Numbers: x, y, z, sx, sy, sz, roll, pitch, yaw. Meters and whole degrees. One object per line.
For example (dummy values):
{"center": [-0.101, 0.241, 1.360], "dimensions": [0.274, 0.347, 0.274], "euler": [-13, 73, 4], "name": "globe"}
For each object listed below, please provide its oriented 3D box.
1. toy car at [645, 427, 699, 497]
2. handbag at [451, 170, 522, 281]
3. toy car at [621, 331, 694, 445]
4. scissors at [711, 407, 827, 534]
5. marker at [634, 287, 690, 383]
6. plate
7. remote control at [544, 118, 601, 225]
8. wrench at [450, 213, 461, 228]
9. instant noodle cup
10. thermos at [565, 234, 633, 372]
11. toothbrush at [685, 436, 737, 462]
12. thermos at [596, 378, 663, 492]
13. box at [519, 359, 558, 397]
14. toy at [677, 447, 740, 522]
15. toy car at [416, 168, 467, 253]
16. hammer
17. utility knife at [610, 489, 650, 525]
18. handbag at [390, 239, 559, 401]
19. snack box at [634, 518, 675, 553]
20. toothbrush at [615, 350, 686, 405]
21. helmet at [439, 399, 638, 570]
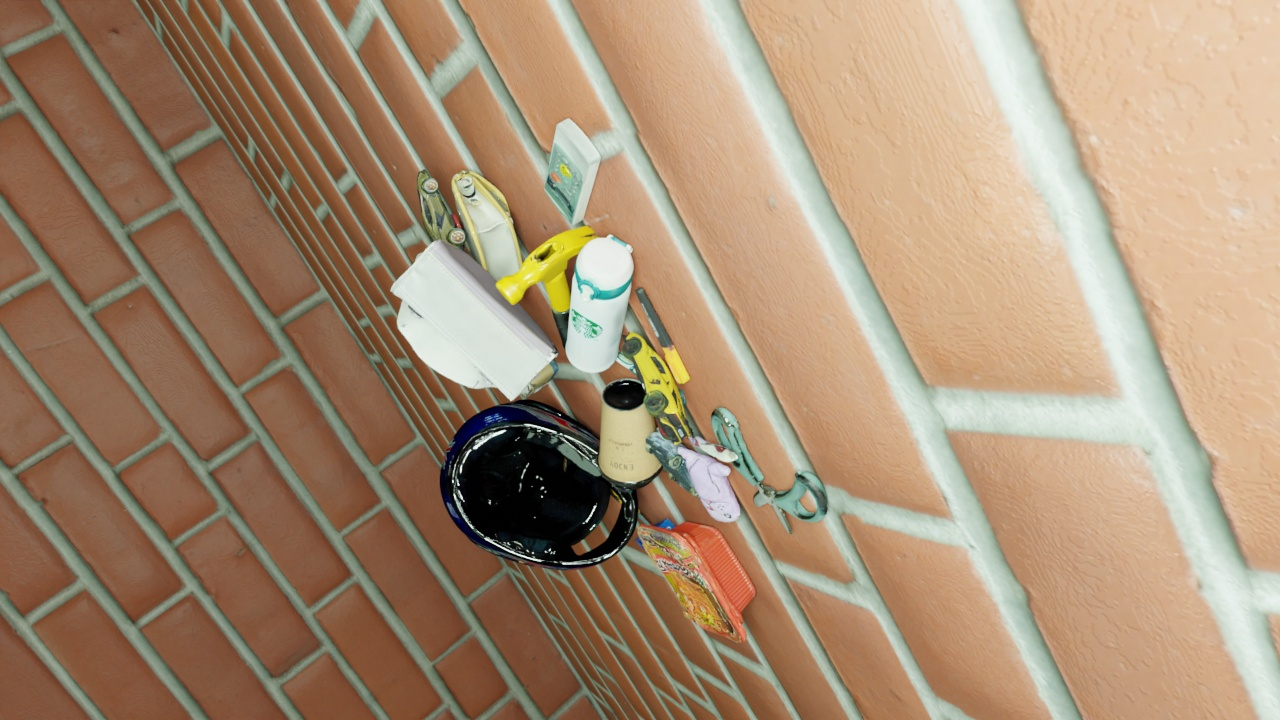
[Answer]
{"center": [0.048, 0.132, 1.177], "dimensions": [0.054, 0.036, 0.121], "euler": [29, 159, 44], "name": "toy car"}
{"center": [-0.215, -0.185, 1.250], "dimensions": [0.164, 0.063, 0.178], "euler": [88, 156, -55], "name": "handbag"}
{"center": [0.017, 0.027, 1.046], "dimensions": [0.155, 0.041, 0.071], "euler": [65, -178, 38], "name": "toy car"}
{"center": [0.143, 0.124, 0.990], "dimensions": [0.170, 0.019, 0.178], "euler": [61, 158, -12], "name": "scissors"}
{"center": [0.024, -0.027, 1.019], "dimensions": [0.018, 0.015, 0.124], "euler": [16, 137, 61], "name": "marker"}
{"center": [-0.241, -0.067, 1.247], "dimensions": [0.162, 0.034, 0.265], "euler": [35, -153, -24], "name": "plate"}
{"center": [-0.074, -0.196, 0.965], "dimensions": [0.056, 0.019, 0.135], "euler": [52, 159, 8], "name": "remote control"}
{"center": [-0.293, -0.189, 1.404], "dimensions": [0.056, 0.016, 0.274], "euler": [68, 164, -8], "name": "wrench"}
{"center": [0.087, 0.299, 1.290], "dimensions": [0.189, 0.079, 0.165], "euler": [59, 159, -9], "name": "instant noodle cup"}
{"center": [-0.049, -0.059, 1.044], "dimensions": [0.073, 0.073, 0.225], "euler": [49, 159, 15], "name": "thermos"}
{"center": [0.069, 0.092, 1.075], "dimensions": [0.188, 0.016, 0.017], "euler": [19, 130, 69], "name": "toothbrush"}
{"center": [-0.015, 0.096, 1.198], "dimensions": [0.093, 0.092, 0.143], "euler": [38, 147, 37], "name": "thermos"}
{"center": [-0.208, -0.033, 1.448], "dimensions": [0.184, 0.061, 0.090], "euler": [56, 159, 2], "name": "box"}
{"center": [0.091, 0.155, 1.119], "dimensions": [0.084, 0.038, 0.108], "euler": [19, 139, 47], "name": "toy"}
{"center": [-0.274, -0.188, 1.248], "dimensions": [0.158, 0.042, 0.070], "euler": [63, 164, 17], "name": "toy car"}
{"center": [-0.094, -0.070, 1.103], "dimensions": [0.033, 0.128, 0.301], "euler": [48, 169, 14], "name": "hammer"}
{"center": [-0.038, 0.223, 1.529], "dimensions": [0.203, 0.015, 0.033], "euler": [42, 158, 27], "name": "utility knife"}
{"center": [-0.196, -0.050, 1.131], "dimensions": [0.197, 0.098, 0.145], "euler": [44, -171, -2], "name": "handbag"}
{"center": [0.044, 0.296, 1.439], "dimensions": [0.084, 0.026, 0.157], "euler": [46, 159, 4], "name": "snack box"}
{"center": [-0.007, 0.007, 1.137], "dimensions": [0.192, 0.016, 0.018], "euler": [35, 142, 41], "name": "toothbrush"}
{"center": [-0.156, 0.200, 1.454], "dimensions": [0.315, 0.247, 0.240], "euler": [22, 177, 1], "name": "helmet"}
